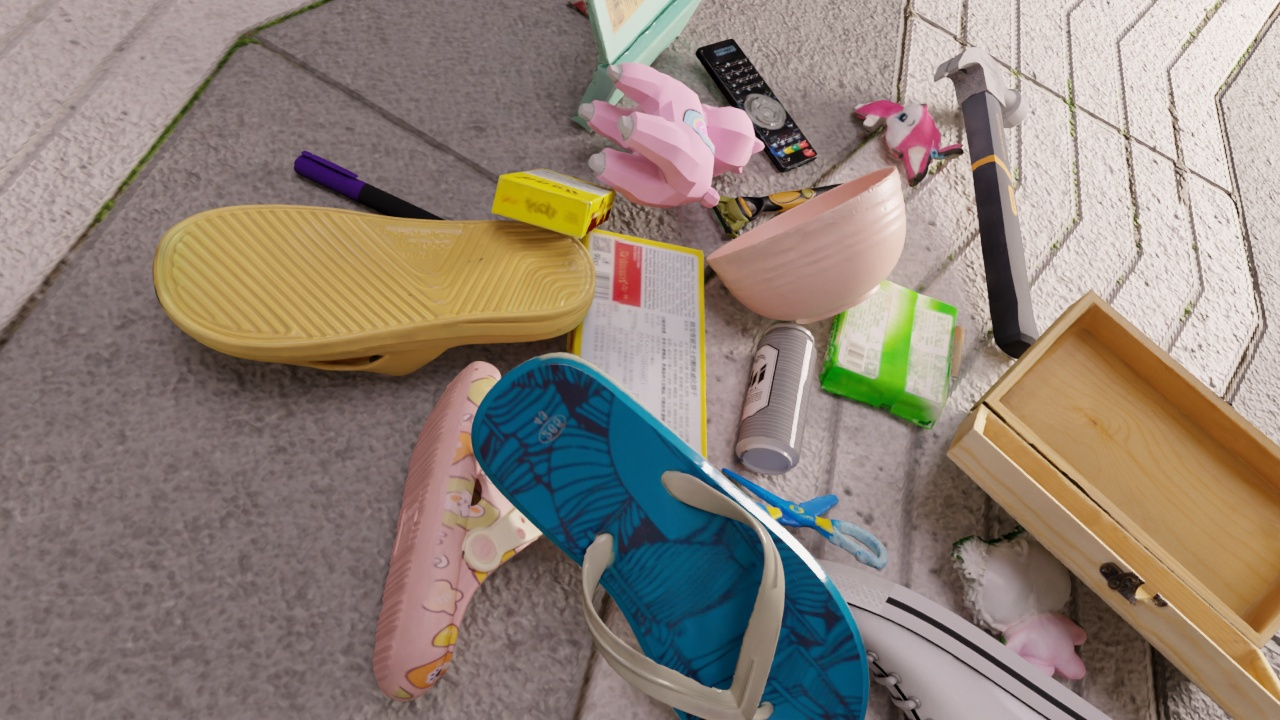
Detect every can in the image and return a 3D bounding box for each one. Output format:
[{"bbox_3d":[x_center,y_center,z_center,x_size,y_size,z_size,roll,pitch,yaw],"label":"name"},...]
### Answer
[{"bbox_3d":[0.097,0.026,0.647,0.044,0.044,0.106,20,55,-5],"label":"can"}]

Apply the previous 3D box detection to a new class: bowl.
[{"bbox_3d":[0.131,-0.075,0.673,0.152,0.153,0.076,-32,100,-31],"label":"bowl"}]

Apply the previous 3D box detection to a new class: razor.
[{"bbox_3d":[0.123,-0.133,0.770,0.144,0.021,0.044,-13,64,-27],"label":"razor"}]

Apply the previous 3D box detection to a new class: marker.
[{"bbox_3d":[-0.186,-0.115,0.658,0.134,0.018,0.015,25,35,-2],"label":"marker"}]

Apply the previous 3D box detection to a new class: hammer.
[{"bbox_3d":[0.317,-0.144,0.812,0.139,0.035,0.311,25,56,-37],"label":"hammer"}]

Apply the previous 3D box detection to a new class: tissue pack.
[{"bbox_3d":[0.195,-0.012,0.708,0.099,0.034,0.113,21,56,-1],"label":"tissue pack"}]

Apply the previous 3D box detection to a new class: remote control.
[{"bbox_3d":[0.102,-0.228,0.822,0.045,0.021,0.140,-26,75,-28],"label":"remote control"}]

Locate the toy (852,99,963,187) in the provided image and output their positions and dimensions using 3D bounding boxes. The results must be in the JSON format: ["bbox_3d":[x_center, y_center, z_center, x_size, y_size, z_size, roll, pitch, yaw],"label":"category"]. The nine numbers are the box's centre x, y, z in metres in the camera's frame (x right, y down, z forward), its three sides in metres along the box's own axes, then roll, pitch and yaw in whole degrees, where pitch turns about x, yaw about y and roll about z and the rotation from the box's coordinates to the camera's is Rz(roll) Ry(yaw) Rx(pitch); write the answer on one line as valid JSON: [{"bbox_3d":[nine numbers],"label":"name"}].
[{"bbox_3d":[0.244,-0.214,0.844,0.065,0.050,0.102,-32,68,-26],"label":"toy"}]

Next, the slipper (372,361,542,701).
[{"bbox_3d":[-0.093,0.094,0.520,0.081,0.093,0.196,19,55,-19],"label":"slipper"}]

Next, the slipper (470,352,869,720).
[{"bbox_3d":[0.027,0.119,0.487,0.118,0.060,0.295,-41,99,-1],"label":"slipper"}]

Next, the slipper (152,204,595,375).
[{"bbox_3d":[-0.159,-0.038,0.582,0.263,0.079,0.099,-4,62,-20],"label":"slipper"}]

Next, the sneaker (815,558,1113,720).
[{"bbox_3d":[0.184,0.212,0.547,0.245,0.091,0.097,33,81,8],"label":"sneaker"}]

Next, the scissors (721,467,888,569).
[{"bbox_3d":[0.100,0.100,0.592,0.127,0.013,0.125,33,25,30],"label":"scissors"}]

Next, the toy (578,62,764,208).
[{"bbox_3d":[0.032,-0.169,0.716,0.157,0.067,0.123,13,49,-33],"label":"toy"}]

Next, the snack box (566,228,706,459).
[{"bbox_3d":[-0.004,0.004,0.629,0.092,0.042,0.200,9,57,-12],"label":"snack box"}]

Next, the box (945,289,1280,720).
[{"bbox_3d":[0.346,0.101,0.639,0.247,0.119,0.251,44,46,13],"label":"box"}]

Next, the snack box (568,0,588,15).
[{"bbox_3d":[0.015,-0.398,0.743,0.044,0.274,0.076,36,55,-2],"label":"snack box"}]

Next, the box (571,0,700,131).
[{"bbox_3d":[0.005,-0.289,0.758,0.055,0.139,0.186,27,55,8],"label":"box"}]

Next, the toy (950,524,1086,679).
[{"bbox_3d":[0.257,0.164,0.617,0.095,0.041,0.108,-8,68,-22],"label":"toy"}]

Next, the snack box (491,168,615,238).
[{"bbox_3d":[-0.056,-0.111,0.636,0.061,0.026,0.148,17,14,1],"label":"snack box"}]
